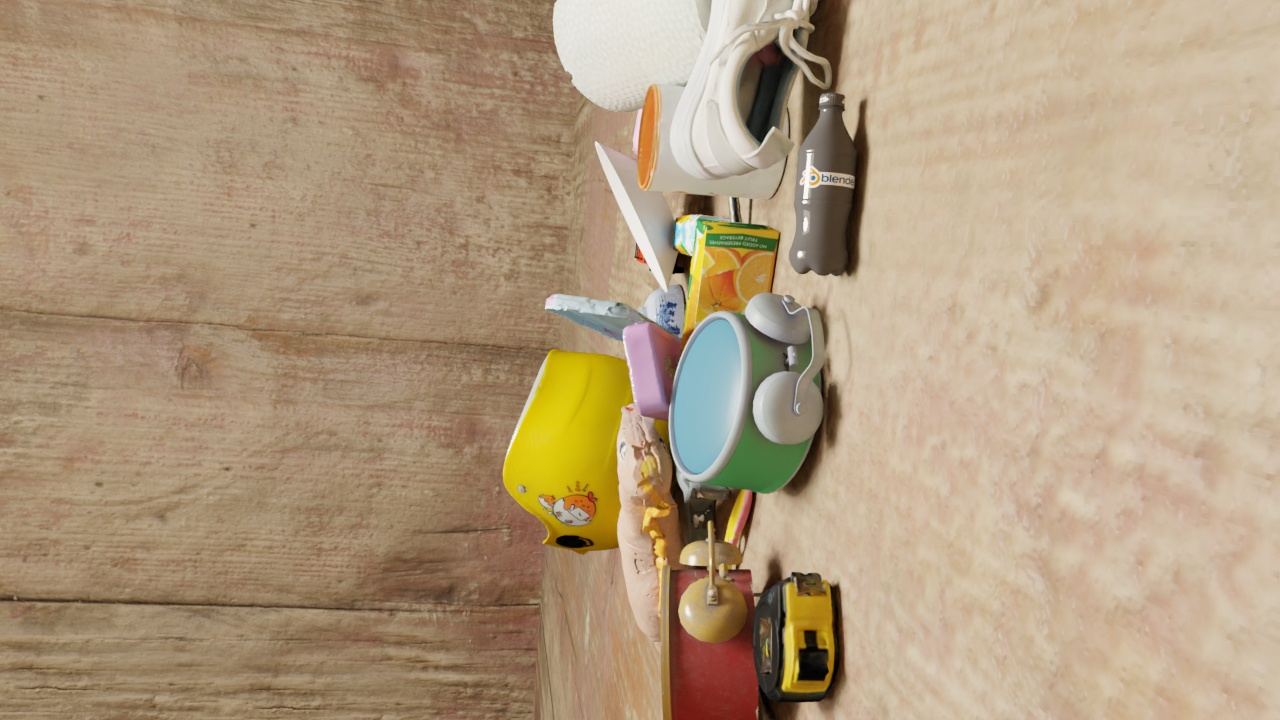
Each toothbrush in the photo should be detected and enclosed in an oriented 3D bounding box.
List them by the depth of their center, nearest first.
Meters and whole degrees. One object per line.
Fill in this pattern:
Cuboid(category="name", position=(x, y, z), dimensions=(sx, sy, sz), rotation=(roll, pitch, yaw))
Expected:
Cuboid(category="toothbrush", position=(0.075, 0.158, 0.761), dimensions=(0.021, 0.016, 0.136), rotation=(-95, 11, -62))

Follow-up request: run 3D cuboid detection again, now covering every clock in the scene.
Cuboid(category="clock", position=(0.081, 0.021, 0.628), dimensions=(0.162, 0.075, 0.121), rotation=(129, 146, -53))
Cuboid(category="clock", position=(0.057, 0.191, 0.652), dimensions=(0.117, 0.081, 0.159), rotation=(-81, -11, -70))

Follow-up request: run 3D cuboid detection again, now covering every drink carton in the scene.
Cuboid(category="drink carton", position=(0.070, -0.048, 0.739), dimensions=(0.041, 0.058, 0.122), rotation=(-115, 30, -71))
Cuboid(category="drink carton", position=(0.060, -0.118, 0.874), dimensions=(0.129, 0.044, 0.038), rotation=(-130, 44, -79))

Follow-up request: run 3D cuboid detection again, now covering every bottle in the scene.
Cuboid(category="bottle", position=(0.114, -0.108, 0.565), dimensions=(0.036, 0.036, 0.110), rotation=(-150, 64, -80))

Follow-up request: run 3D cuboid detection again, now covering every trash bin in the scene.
Cuboid(category="trash bin", position=(0.029, -0.276, 0.735), dimensions=(0.161, 0.133, 0.133), rotation=(9, 97, 52))

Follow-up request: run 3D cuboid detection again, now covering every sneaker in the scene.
Cuboid(category="sneaker", position=(0.095, -0.241, 0.627), dimensions=(0.091, 0.089, 0.242), rotation=(10, 84, 49))

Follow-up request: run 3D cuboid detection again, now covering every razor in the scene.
Cuboid(category="razor", position=(0.082, -0.128, 0.793), dimensions=(0.026, 0.042, 0.106), rotation=(170, 94, -78))

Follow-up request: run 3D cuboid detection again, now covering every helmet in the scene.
Cuboid(category="helmet", position=(-0.023, 0.103, 0.981), dimensions=(0.240, 0.140, 0.208), rotation=(60, -143, -42))

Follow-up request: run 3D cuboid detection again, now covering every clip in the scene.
Cuboid(category="clip", position=(0.055, 0.099, 0.867), dimensions=(0.162, 0.027, 0.091), rotation=(-98, 13, -47))

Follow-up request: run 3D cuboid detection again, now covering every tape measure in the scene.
Cuboid(category="tape measure", position=(0.094, 0.174, 0.569), dimensions=(0.072, 0.042, 0.072), rotation=(120, 150, -62))

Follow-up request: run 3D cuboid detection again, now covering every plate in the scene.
Cuboid(category="plate", position=(0.006, -0.159, 0.974), dimensions=(0.174, 0.036, 0.174), rotation=(64, 179, 1))

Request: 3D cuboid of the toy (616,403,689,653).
Cuboid(category="toy", position=(0.017, 0.164, 0.811), dimensions=(0.265, 0.065, 0.196), rotation=(92, 161, -62))

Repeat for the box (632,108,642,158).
Cuboid(category="box", position=(0.059, -0.300, 0.890), dimensions=(0.090, 0.085, 0.231), rotation=(-55, -17, -46))

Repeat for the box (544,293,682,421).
Cuboid(category="box", position=(0.005, -0.006, 0.796), dimensions=(0.062, 0.140, 0.214), rotation=(-47, -15, 5))

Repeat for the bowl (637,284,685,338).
Cuboid(category="bowl", position=(0.019, -0.035, 1.076), dimensions=(0.114, 0.045, 0.114), rotation=(-178, 91, -80))

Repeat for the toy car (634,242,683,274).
Cuboid(category="toy car", position=(0.022, -0.130, 1.078), dimensions=(0.100, 0.048, 0.051), rotation=(-132, 47, -77))

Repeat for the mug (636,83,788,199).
Cuboid(category="mug", position=(0.055, -0.173, 0.730), dimensions=(0.082, 0.105, 0.082), rotation=(-178, 91, -81))
